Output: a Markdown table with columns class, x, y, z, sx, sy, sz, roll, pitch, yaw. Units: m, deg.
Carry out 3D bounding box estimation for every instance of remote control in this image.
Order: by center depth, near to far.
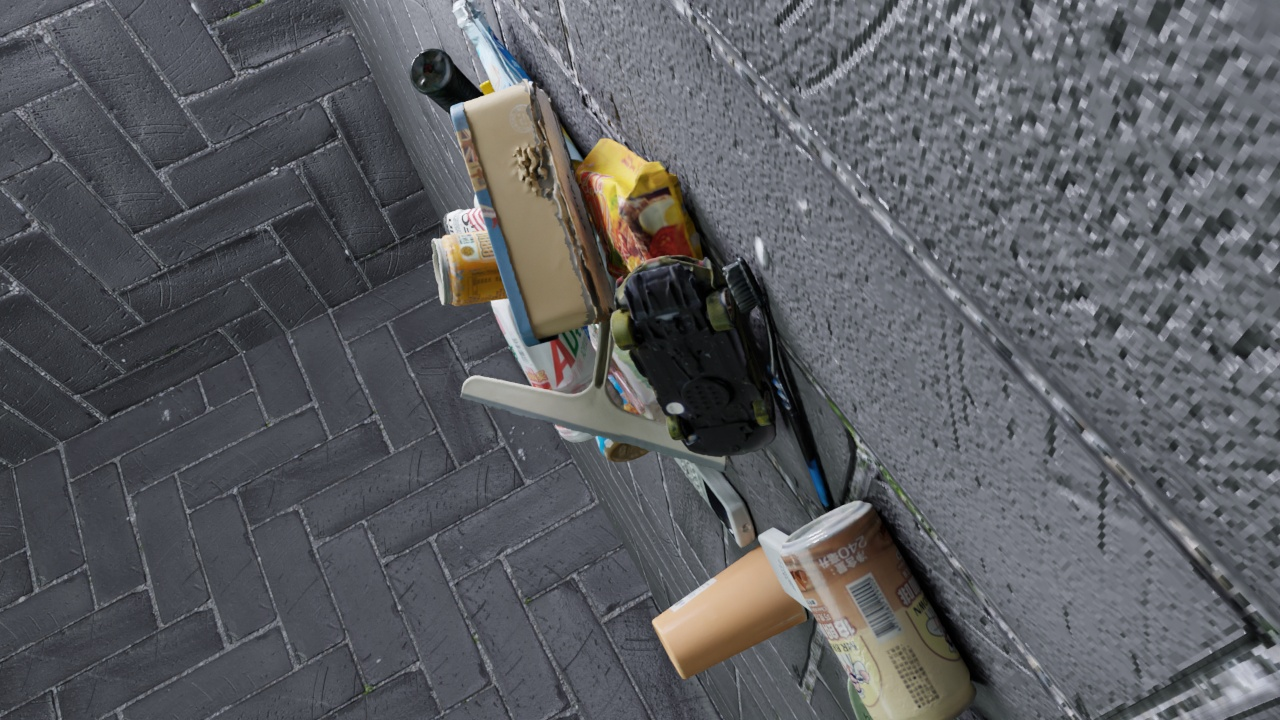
| class | x | y | z | sx | sy | sz | roll | pitch | yaw |
| --- | --- | --- | --- | --- | --- | --- | --- | --- | --- |
| remote control | 0.127 | 0.164 | 0.687 | 0.056 | 0.019 | 0.135 | 63 | 170 | -5 |
| remote control | 0.063 | 0.115 | 0.880 | 0.150 | 0.021 | 0.058 | 51 | 166 | 50 |

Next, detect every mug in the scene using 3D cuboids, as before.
| class | x | y | z | sx | sy | sz | roll | pitch | yaw |
| --- | --- | --- | --- | --- | --- | --- | --- | --- | --- |
| mug | 0.076 | 0.228 | 0.823 | 0.078 | 0.122 | 0.078 | 60 | 170 | 17 |

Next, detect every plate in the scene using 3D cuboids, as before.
| class | x | y | z | sx | sy | sz | roll | pitch | yaw |
| --- | --- | --- | --- | --- | --- | --- | --- | --- | --- |
| plate | 0.209 | 0.290 | 0.570 | 0.230 | 0.027 | 0.230 | 56 | 169 | 15 |

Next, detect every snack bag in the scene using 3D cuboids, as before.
| class | x | y | z | sx | sy | sz | roll | pitch | yaw |
| --- | --- | --- | --- | --- | --- | --- | --- | --- | --- |
| snack bag | -0.096 | -0.208 | 0.751 | 0.191 | 0.039 | 0.110 | 60 | -174 | 22 |

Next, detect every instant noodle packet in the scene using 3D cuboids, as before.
| class | x | y | z | sx | sy | sz | roll | pitch | yaw |
| --- | --- | --- | --- | --- | --- | --- | --- | --- | --- |
| instant noodle packet | -0.001 | -0.084 | 0.599 | 0.128 | 0.044 | 0.111 | 45 | 156 | 61 |

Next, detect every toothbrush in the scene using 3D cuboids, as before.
| class | x | y | z | sx | sy | sz | roll | pitch | yaw |
| --- | --- | --- | --- | --- | --- | --- | --- | --- | --- |
| toothbrush | 0.083 | 0.022 | 0.536 | 0.014 | 0.016 | 0.189 | -119 | 5 | -61 |

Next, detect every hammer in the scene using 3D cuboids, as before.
| class | x | y | z | sx | sy | sz | roll | pitch | yaw |
| --- | --- | --- | --- | --- | --- | --- | --- | --- | --- |
| hammer | -0.130 | -0.200 | 0.770 | 0.129 | 0.033 | 0.300 | 59 | -175 | 1 |

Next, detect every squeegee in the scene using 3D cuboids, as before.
| class | x | y | z | sx | sy | sz | roll | pitch | yaw |
| --- | --- | --- | --- | --- | --- | --- | --- | --- | --- |
| squeegee | -0.029 | -0.039 | 0.742 | 0.039 | 0.246 | 0.247 | -64 | -14 | -49 |

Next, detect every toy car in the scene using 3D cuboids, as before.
| class | x | y | z | sx | sy | sz | roll | pitch | yaw |
| --- | --- | --- | --- | --- | --- | --- | --- | --- | --- |
| toy car | 0.035 | 0.003 | 0.554 | 0.042 | 0.070 | 0.158 | -80 | -27 | -45 |

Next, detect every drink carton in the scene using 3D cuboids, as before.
| class | x | y | z | sx | sy | sz | roll | pitch | yaw |
| --- | --- | --- | --- | --- | --- | --- | --- | --- | --- |
| drink carton | -0.005 | 0.005 | 0.853 | 0.122 | 0.045 | 0.054 | 55 | 167 | 32 |

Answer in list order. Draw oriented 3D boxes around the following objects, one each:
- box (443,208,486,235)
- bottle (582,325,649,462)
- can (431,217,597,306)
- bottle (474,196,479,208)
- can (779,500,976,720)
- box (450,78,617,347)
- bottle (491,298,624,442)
| class | x | y | z | sx | sy | sz | roll | pitch | yaw |
| --- | --- | --- | --- | --- | --- | --- | --- | --- | --- |
| box | -0.122 | -0.125 | 0.893 | 0.162 | 0.086 | 0.075 | 4 | 122 | 52 |
| bottle | -0.044 | 0.001 | 0.965 | 0.065 | 0.065 | 0.218 | 78 | 170 | -59 |
| can | -0.095 | -0.082 | 0.759 | 0.058 | 0.146 | 0.058 | 170 | 91 | -73 |
| bottle | -0.141 | -0.134 | 1.103 | 0.068 | 0.068 | 0.190 | 54 | 167 | 40 |
| can | 0.128 | 0.139 | 0.499 | 0.116 | 0.058 | 0.058 | 60 | 170 | 7 |
| box | -0.068 | -0.093 | 0.632 | 0.089 | 0.062 | 0.184 | -20 | -85 | -83 |
| bottle | -0.086 | -0.021 | 0.832 | 0.197 | 0.068 | 0.068 | 62 | 171 | -18 |
